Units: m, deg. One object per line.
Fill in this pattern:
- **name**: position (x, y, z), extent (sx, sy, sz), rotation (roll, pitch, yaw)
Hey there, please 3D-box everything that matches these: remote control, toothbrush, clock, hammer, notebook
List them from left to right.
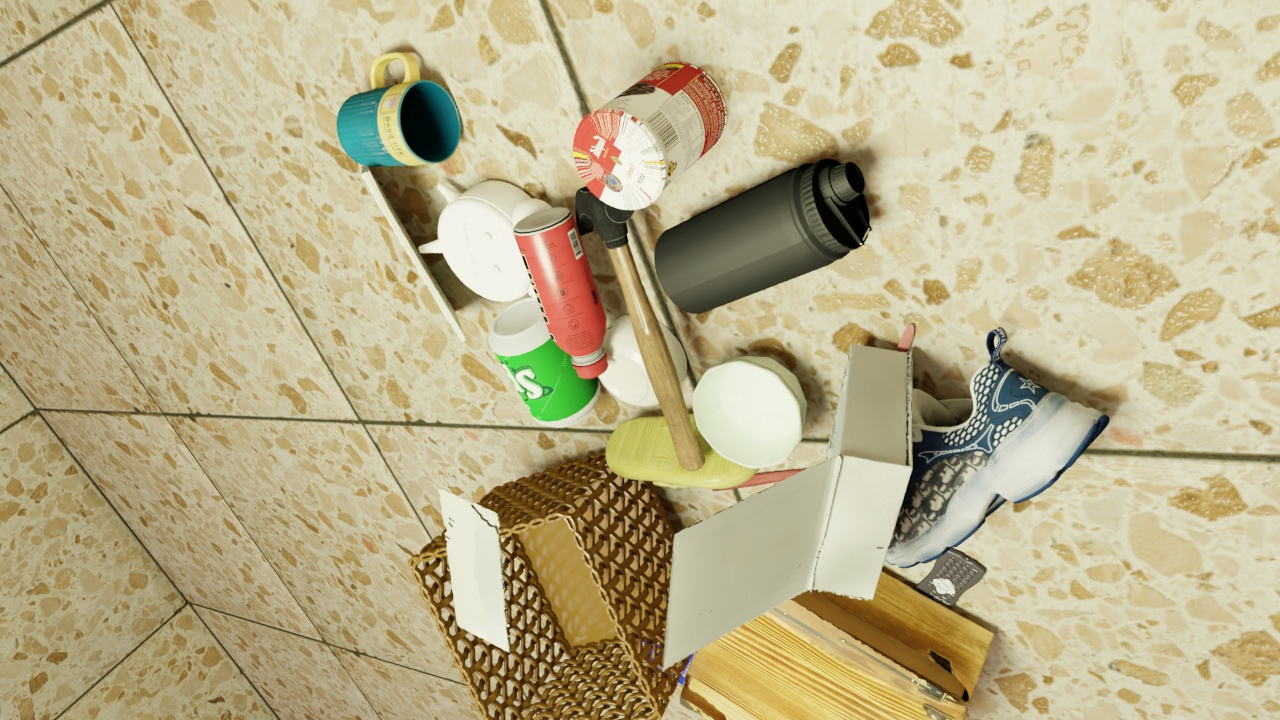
- **notebook**: position (-0.261, -0.127, 1.053), extent (0.209, 0.012, 0.153), rotation (62, 172, -21)
- **clock**: position (-0.158, -0.124, 0.994), extent (0.161, 0.072, 0.125), rotation (14, 131, 28)
- **hammer**: position (0.006, -0.028, 0.905), extent (0.132, 0.040, 0.305), rotation (-137, 26, -67)
- **toothbrush**: position (0.151, 0.131, 1.016), extent (0.190, 0.016, 0.016), rotation (-16, 114, 44)
- **toothbrush**: position (0.232, 0.038, 0.878), extent (0.015, 0.015, 0.185), rotation (20, 133, 13)
- **remote control**: position (0.323, 0.245, 0.985), extent (0.046, 0.009, 0.125), rotation (30, 137, 13)

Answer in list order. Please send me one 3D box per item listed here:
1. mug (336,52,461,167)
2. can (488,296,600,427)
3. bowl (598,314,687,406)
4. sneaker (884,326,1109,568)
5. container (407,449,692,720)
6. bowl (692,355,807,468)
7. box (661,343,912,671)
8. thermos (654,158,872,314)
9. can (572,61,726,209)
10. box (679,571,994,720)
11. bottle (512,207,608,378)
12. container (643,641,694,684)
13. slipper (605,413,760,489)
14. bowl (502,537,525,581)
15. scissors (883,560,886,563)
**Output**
- **mug**: position (-0.255, -0.260, 0.958), extent (0.107, 0.083, 0.114), rotation (6, 105, 38)
- **can**: position (-0.107, 0.003, 1.040), extent (0.088, 0.087, 0.140), rotation (4, 135, 35)
- **bowl**: position (-0.006, 0.006, 1.004), extent (0.105, 0.054, 0.105), rotation (20, 133, 23)
- **sneaker**: position (0.281, 0.087, 0.838), extent (0.132, 0.103, 0.270), rotation (49, 140, 14)
- **container**: position (-0.084, 0.272, 1.085), extent (0.220, 0.213, 0.251), rotation (-20, 98, 23)
- **bowl**: position (0.117, 0.044, 0.928), extent (0.117, 0.061, 0.117), rotation (13, 118, 26)
- **box**: position (0.109, 0.169, 0.720), extent (0.119, 0.476, 0.167), rotation (24, 132, 27)
- **thermos**: position (0.111, -0.108, 0.793), extent (0.199, 0.085, 0.086), rotation (-19, 111, 45)
- **can**: position (0.009, -0.192, 0.778), extent (0.087, 0.116, 0.087), rotation (21, 134, 23)
- **box**: position (0.212, 0.341, 1.037), extent (0.279, 0.167, 0.246), rotation (29, 137, 17)
- **bottle**: position (-0.073, -0.063, 0.934), extent (0.062, 0.062, 0.177), rotation (3, 123, 36)
- **container**: position (0.060, 0.390, 1.271), extent (0.096, 0.058, 0.114), rotation (24, 135, 19)
- **slipper**: position (0.053, 0.110, 1.019), extent (0.191, 0.091, 0.081), rotation (-1, 143, 28)
- **bowl**: position (-0.111, 0.262, 1.282), extent (0.151, 0.075, 0.151), rotation (20, 133, 23)
- **scissors**: position (0.223, 0.196, 0.930), extent (0.154, 0.162, 0.012), rotation (-147, 61, -61)
